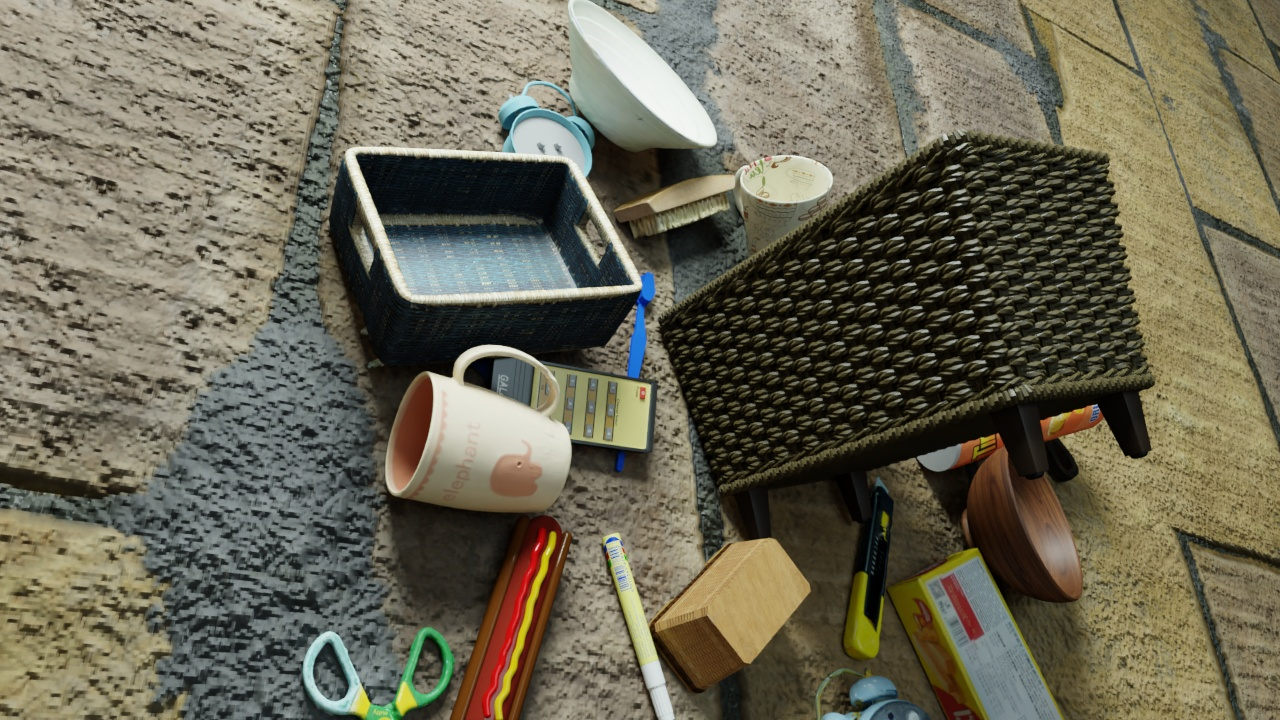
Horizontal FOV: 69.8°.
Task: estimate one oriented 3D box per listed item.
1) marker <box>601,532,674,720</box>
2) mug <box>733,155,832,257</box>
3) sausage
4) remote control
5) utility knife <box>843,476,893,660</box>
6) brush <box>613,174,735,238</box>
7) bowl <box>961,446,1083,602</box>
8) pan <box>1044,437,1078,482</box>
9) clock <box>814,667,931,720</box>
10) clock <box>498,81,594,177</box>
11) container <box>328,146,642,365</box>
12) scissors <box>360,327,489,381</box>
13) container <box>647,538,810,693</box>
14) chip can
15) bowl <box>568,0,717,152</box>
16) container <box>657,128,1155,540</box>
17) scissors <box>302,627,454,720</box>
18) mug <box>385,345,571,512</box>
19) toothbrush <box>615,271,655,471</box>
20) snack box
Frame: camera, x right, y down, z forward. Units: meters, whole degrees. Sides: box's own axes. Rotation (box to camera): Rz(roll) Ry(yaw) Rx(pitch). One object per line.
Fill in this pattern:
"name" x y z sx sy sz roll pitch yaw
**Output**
"marker" -0.002 0.187 0.648 0.014 0.014 0.132 -6 69 -36
"mug" 0.120 -0.136 0.854 0.081 0.097 0.122 -24 45 -21
"sausage" -0.081 0.170 0.588 0.040 0.040 0.155 29 53 -18
"remote control" -0.050 0.034 0.685 0.133 0.013 0.058 10 77 -25
"utility knife" 0.199 0.174 0.787 0.029 0.020 0.170 33 51 -17
"brush" 0.034 -0.140 0.827 0.116 0.049 0.039 -22 102 -40
"bowl" 0.341 0.157 0.849 0.147 0.069 0.147 34 42 -37
"pan" 0.398 -0.036 1.014 0.248 0.043 0.356 -14 74 -38
"clock" 0.176 0.291 0.686 0.088 0.052 0.124 -28 82 -39
"clock" -0.079 -0.191 0.783 0.087 0.042 0.123 16 59 -26
"container" -0.112 -0.076 0.662 0.187 0.071 0.145 -6 56 -36
"scissors" -0.136 -0.001 0.662 0.134 0.016 0.086 -15 76 -37
"container" 0.069 0.180 0.668 0.113 0.061 0.063 -35 88 -41
"chip can" 0.366 0.057 0.908 0.210 0.062 0.062 -10 71 -26
"bowl" -0.013 -0.238 0.822 0.176 0.058 0.176 37 27 -23
"container" 0.188 0.006 0.683 0.176 0.322 0.205 -3 74 -35
"scissors" -0.158 0.211 0.533 0.119 0.012 0.128 29 51 -16
"mug" -0.098 0.046 0.603 0.104 0.085 0.111 19 96 -29
"toothbrush" -0.004 0.004 0.746 0.016 0.011 0.186 22 55 -22
"snack box" 0.295 0.270 0.783 0.092 0.042 0.200 -13 73 -37
